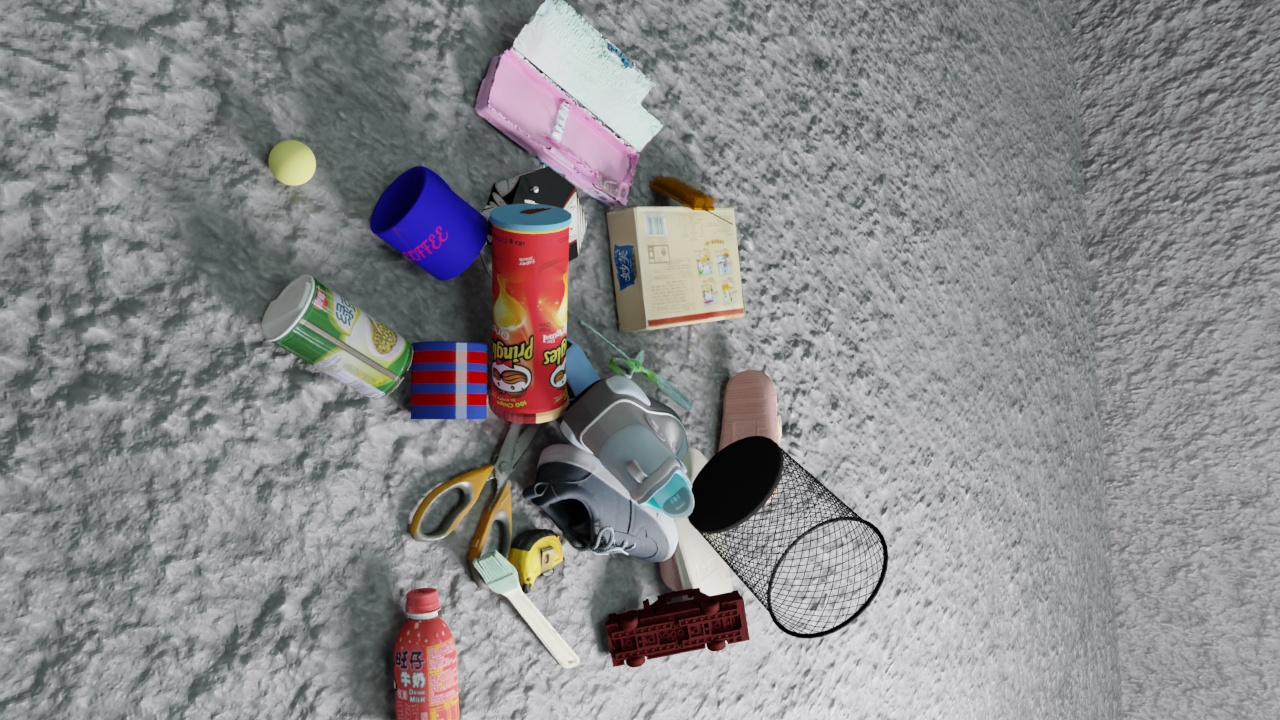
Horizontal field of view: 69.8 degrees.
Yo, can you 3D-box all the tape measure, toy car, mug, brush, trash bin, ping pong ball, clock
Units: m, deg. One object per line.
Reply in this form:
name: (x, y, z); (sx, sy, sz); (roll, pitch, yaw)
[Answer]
tape measure: (-0.115, 0.222, 1.024); (0.065, 0.037, 0.064); (-8, 95, -47)
toy car: (0.043, 0.325, 1.134); (0.170, 0.062, 0.070); (-10, 100, -4)
mug: (-0.209, -0.147, 0.918); (0.083, 0.079, 0.111); (38, 33, -39)
toy car: (-0.072, 0.039, 1.066); (0.056, 0.055, 0.153); (-49, 122, -37)
brush: (0.071, -0.209, 1.186); (0.048, 0.126, 0.017); (-10, 126, -47)
brush: (-0.120, 0.280, 1.010); (0.012, 0.033, 0.218); (-108, 172, -54)
trash bin: (0.178, 0.216, 1.165); (0.210, 0.185, 0.183); (45, 56, -25)
ping pong ball: (-0.313, -0.178, 0.825); (0.040, 0.040, 0.040); (3, 86, -47)
clock: (-0.120, -0.143, 1.014); (0.115, 0.065, 0.154); (55, 51, -30)
mug: (-0.187, 0.022, 0.939); (0.111, 0.075, 0.076); (9, 80, -73)

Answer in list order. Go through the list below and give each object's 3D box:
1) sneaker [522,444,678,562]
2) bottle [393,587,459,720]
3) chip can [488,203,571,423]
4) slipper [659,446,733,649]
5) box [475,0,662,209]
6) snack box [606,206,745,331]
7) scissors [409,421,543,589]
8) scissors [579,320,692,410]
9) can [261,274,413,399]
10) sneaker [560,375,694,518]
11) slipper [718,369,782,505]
sneaker: (-0.042, 0.187, 1.063); (0.235, 0.089, 0.087); (42, 45, -31)
bottle: (-0.211, 0.294, 0.900); (0.061, 0.062, 0.137); (-2, 89, -47)
chip can: (-0.114, -0.047, 0.950); (0.086, 0.087, 0.214); (-23, 126, -45)
slipper: (0.068, 0.246, 1.208); (0.114, 0.055, 0.274); (-16, 97, -47)
box: (-0.074, -0.297, 1.076); (0.230, 0.062, 0.160); (31, 86, -42)
snack box: (0.051, -0.123, 1.206); (0.206, 0.055, 0.153); (-10, 95, -47)
scissors: (-0.154, 0.140, 1.001); (0.224, 0.016, 0.175); (-48, 122, -37)
scissors: (-0.006, 0.007, 1.105); (0.173, 0.021, 0.171); (34, 15, 1)
can: (-0.275, -0.020, 0.839); (0.121, 0.067, 0.067); (39, 61, -40)
sneaker: (0.021, 0.117, 1.029); (0.093, 0.160, 0.256); (-43, 151, 6)
slipper: (0.165, 0.113, 1.299); (0.081, 0.093, 0.197); (14, 77, -57)
